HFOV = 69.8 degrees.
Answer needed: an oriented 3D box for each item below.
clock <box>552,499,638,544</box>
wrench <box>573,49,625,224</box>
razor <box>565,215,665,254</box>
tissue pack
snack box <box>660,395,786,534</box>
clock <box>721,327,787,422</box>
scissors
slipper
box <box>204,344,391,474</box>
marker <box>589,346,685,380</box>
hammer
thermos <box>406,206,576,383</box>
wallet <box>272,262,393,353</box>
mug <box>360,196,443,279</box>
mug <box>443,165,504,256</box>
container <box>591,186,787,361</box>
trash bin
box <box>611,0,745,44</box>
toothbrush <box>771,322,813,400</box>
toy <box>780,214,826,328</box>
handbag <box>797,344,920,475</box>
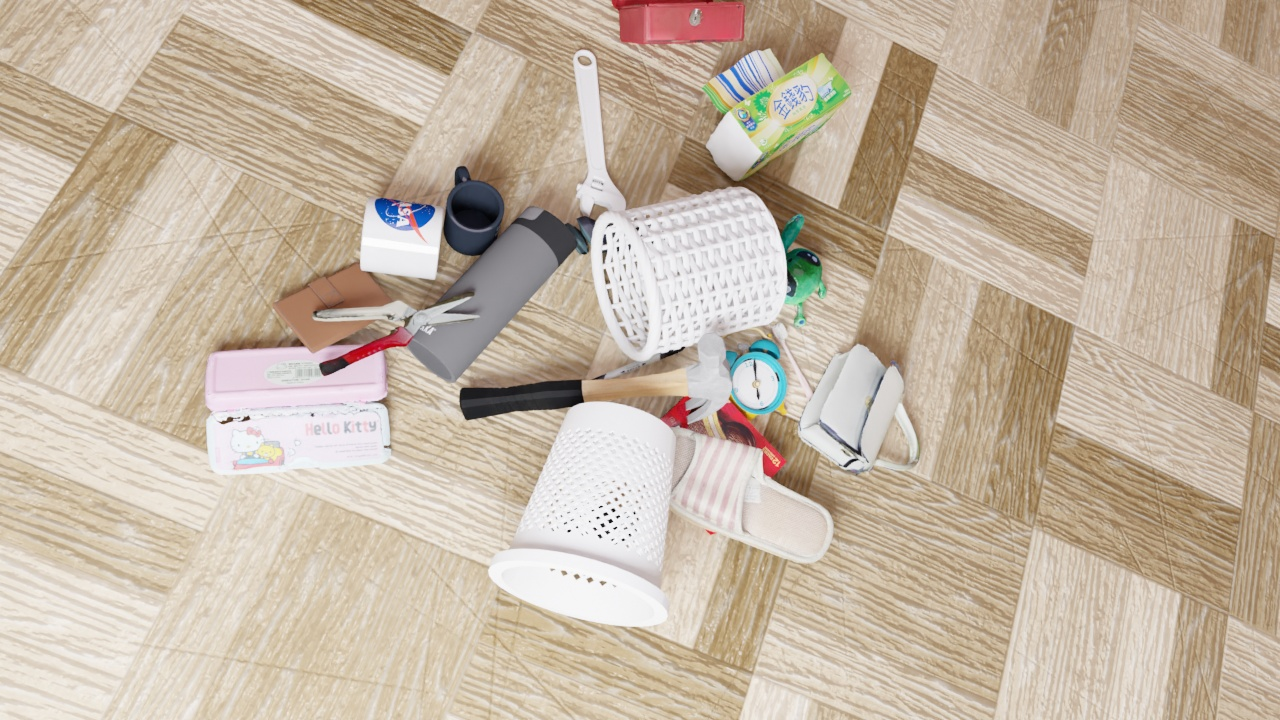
[{"bbox_3d":[-0.048,0.216,1.117,0.120,0.043,0.091,22,70,-8],"label":"clock"},{"bbox_3d":[-0.066,-0.315,1.283,0.066,0.018,0.273,-2,74,-16],"label":"wrench"},{"bbox_3d":[-0.032,-0.169,1.234,0.142,0.052,0.047,-6,35,-18],"label":"razor"},{"bbox_3d":[0.177,-0.371,1.316,0.197,0.120,0.141,-36,87,-27],"label":"tissue pack"},{"bbox_3d":[0.088,0.122,1.185,0.132,0.036,0.152,-42,88,-22],"label":"snack box"},{"bbox_3d":[0.148,0.019,1.230,0.099,0.044,0.129,-17,86,-19],"label":"clock"},{"bbox_3d":[-0.296,-0.039,1.072,0.179,0.015,0.184,25,66,15],"label":"scissors"},{"bbox_3d":[0.126,0.165,1.134,0.263,0.052,0.114,28,70,-6],"label":"slipper"},{"bbox_3d":[-0.395,0.052,1.063,0.201,0.067,0.153,-3,75,-15],"label":"box"},{"bbox_3d":[-0.007,0.007,1.207,0.152,0.011,0.011,-22,81,-19],"label":"marker"},{"bbox_3d":[-0.054,0.037,1.116,0.328,0.131,0.039,-6,51,2],"label":"hammer"},{"bbox_3d":[-0.185,-0.087,1.149,0.082,0.082,0.239,39,68,-1],"label":"thermos"},{"bbox_3d":[-0.369,-0.065,1.112,0.120,0.013,0.087,-34,71,-32],"label":"wallet"},{"bbox_3d":[-0.295,-0.160,1.145,0.090,0.091,0.121,7,38,-13],"label":"mug"},{"bbox_3d":[-0.218,-0.196,1.174,0.071,0.078,0.105,-14,78,-18],"label":"mug"},{"bbox_3d":[0.058,-0.112,1.164,0.186,0.190,0.189,-15,79,-20],"label":"container"},{"bbox_3d":[-0.045,0.165,1.020,0.195,0.196,0.199,20,60,-9],"label":"trash bin"},{"bbox_3d":[0.056,-0.518,1.299,0.156,0.157,0.170,-10,42,-17],"label":"box"},{"bbox_3d":[0.227,0.031,1.259,0.015,0.018,0.181,-22,82,-25],"label":"toothbrush"},{"bbox_3d":[0.190,-0.142,1.277,0.130,0.072,0.193,-44,98,-20],"label":"toy"},{"bbox_3d":[0.317,0.082,1.235,0.176,0.074,0.151,39,63,-11],"label":"handbag"}]
